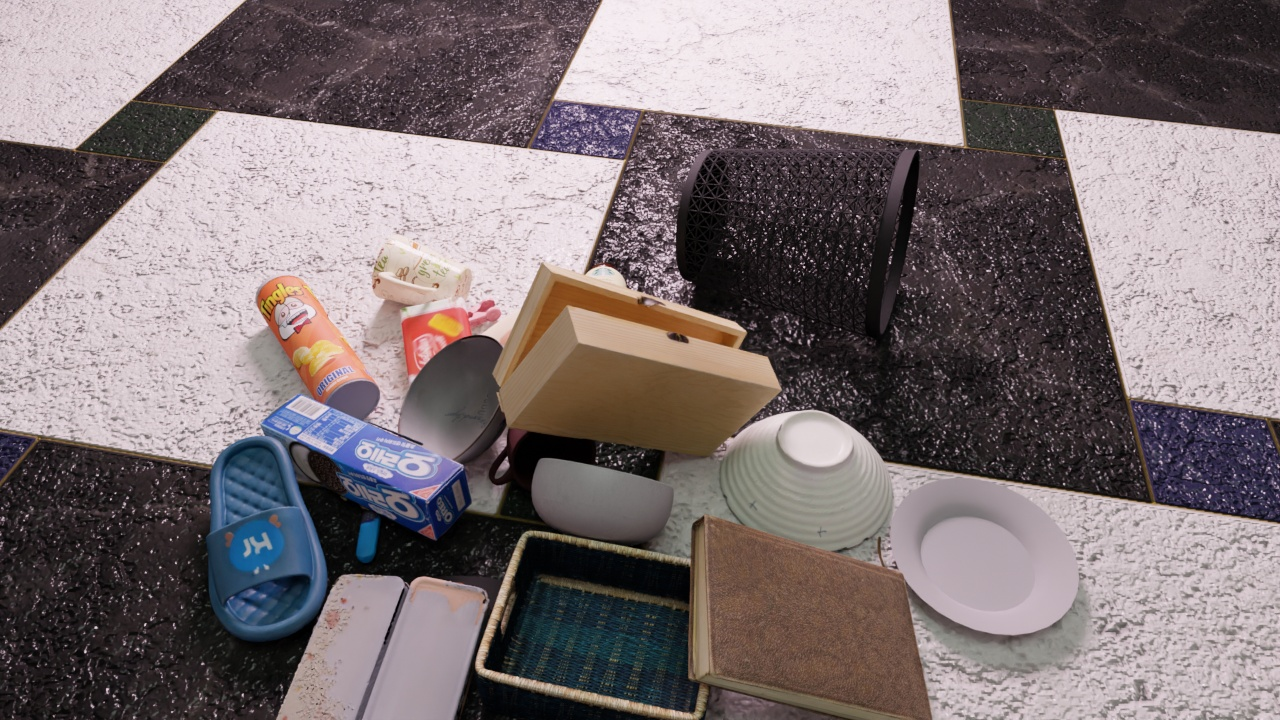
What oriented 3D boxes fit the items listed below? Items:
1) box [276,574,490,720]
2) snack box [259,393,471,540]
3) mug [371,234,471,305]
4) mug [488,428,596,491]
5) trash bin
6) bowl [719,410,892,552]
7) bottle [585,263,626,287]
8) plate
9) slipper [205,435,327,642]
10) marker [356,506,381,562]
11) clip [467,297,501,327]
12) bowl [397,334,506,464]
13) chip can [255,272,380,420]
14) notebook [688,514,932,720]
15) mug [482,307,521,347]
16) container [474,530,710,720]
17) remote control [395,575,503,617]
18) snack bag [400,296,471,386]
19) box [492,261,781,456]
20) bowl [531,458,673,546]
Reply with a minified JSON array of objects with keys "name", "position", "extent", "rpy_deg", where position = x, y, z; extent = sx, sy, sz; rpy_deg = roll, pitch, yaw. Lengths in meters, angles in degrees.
[{"name":"box","position":[-0.221,0.281,0.755],"extent":[0.154,0.058,0.216],"rpy_deg":[8,50,6]},{"name":"snack box","position":[-0.272,0.101,0.902],"extent":[0.227,0.060,0.059],"rpy_deg":[18,43,24]},{"name":"mug","position":[-0.263,-0.097,1.087],"extent":[0.097,0.081,0.121],"rpy_deg":[19,9,7]},{"name":"mug","position":[-0.109,0.084,0.936],"extent":[0.114,0.087,0.088],"rpy_deg":[-36,34,2]},{"name":"trash bin","position":[0.184,-0.154,1.089],"extent":[0.243,0.217,0.216],"rpy_deg":[12,46,19]},{"name":"bowl","position":[0.171,0.100,0.922],"extent":[0.177,0.071,0.177],"rpy_deg":[0,45,-1]},{"name":"bottle","position":[-0.043,-0.072,1.068],"extent":[0.056,0.057,0.162],"rpy_deg":[-1,23,-3]},{"name":"plate","position":[0.324,0.187,0.875],"extent":[0.173,0.019,0.172],"rpy_deg":[1,45,-1]},{"name":"slipper","position":[-0.357,0.158,0.845],"extent":[0.103,0.059,0.213],"rpy_deg":[-23,58,-7]},{"name":"marker","position":[-0.263,0.147,0.905],"extent":[0.018,0.015,0.122],"rpy_deg":[-7,43,0]},{"name":"clip","position":[-0.199,-0.058,1.103],"extent":[0.058,0.022,0.038],"rpy_deg":[-26,56,-22]},{"name":"bowl","position":[-0.178,0.051,0.951],"extent":[0.151,0.056,0.150],"rpy_deg":[-20,53,28]},{"name":"chip can","position":[-0.365,-0.016,1.028],"extent":[0.062,0.062,0.210],"rpy_deg":[-26,51,-25]},{"name":"notebook","position":[0.143,0.206,0.785],"extent":[0.215,0.035,0.189],"rpy_deg":[20,44,-17]},{"name":"mug","position":[-0.118,-0.005,1.020],"extent":[0.104,0.085,0.111],"rpy_deg":[-27,81,-13]},{"name":"container","position":[-0.030,0.236,0.780],"extent":[0.187,0.071,0.145],"rpy_deg":[9,46,7]},{"name":"remote control","position":[-0.179,0.215,0.841],"extent":[0.125,0.010,0.039],"rpy_deg":[3,45,2]},{"name":"snack bag","position":[-0.228,-0.016,1.039],"extent":[0.077,0.036,0.115],"rpy_deg":[-13,54,-7]},{"name":"box","position":[-0.008,0.005,0.896],"extent":[0.248,0.141,0.122],"rpy_deg":[13,46,-36]},{"name":"bowl","position":[-0.038,0.137,0.850],"extent":[0.132,0.132,0.064],"rpy_deg":[11,78,9]}]
